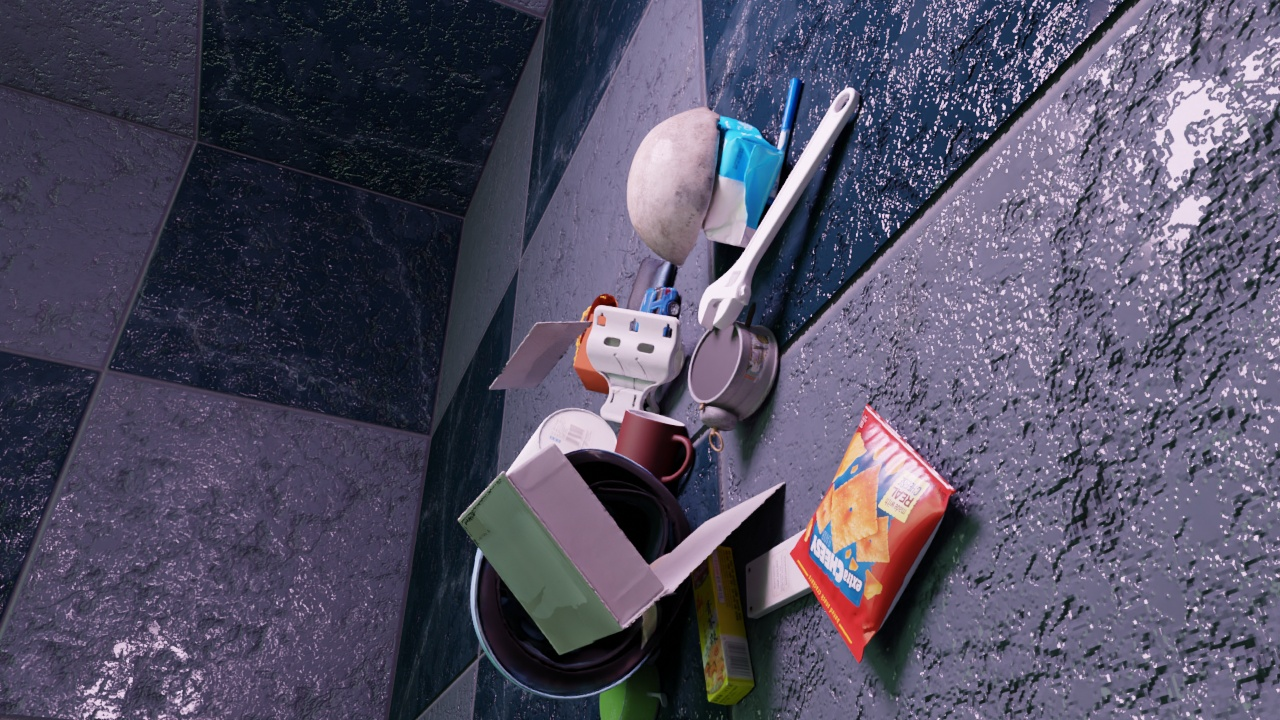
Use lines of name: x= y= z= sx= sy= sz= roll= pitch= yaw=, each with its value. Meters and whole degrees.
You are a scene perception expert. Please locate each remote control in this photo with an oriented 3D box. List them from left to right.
remote control: x=0.129 y=0.181 z=0.791 sx=0.136 sy=0.011 sz=0.050 roll=130 pitch=148 yaw=-52

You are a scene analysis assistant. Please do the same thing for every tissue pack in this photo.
tissue pack: x=0.100 y=-0.208 z=1.039 sx=0.209 sy=0.066 sz=0.117 roll=-105 pitch=29 yaw=-66

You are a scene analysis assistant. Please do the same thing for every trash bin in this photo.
trash bin: x=-0.101 y=0.146 z=1.190 sx=0.162 sy=0.133 sz=0.133 roll=121 pitch=155 yaw=-52

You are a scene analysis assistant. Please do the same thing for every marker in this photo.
marker: x=0.157 y=-0.239 z=1.006 sx=0.013 sy=0.013 sz=0.142 roll=-175 pitch=98 yaw=-71

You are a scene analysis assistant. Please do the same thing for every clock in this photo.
clock: x=-0.015 y=0.373 z=1.015 sx=0.094 sy=0.042 sz=0.120 roll=-98 pitch=29 yaw=-50
clock: x=0.092 y=0.021 z=0.938 sx=0.104 sy=0.056 sz=0.147 roll=-14 pitch=59 yaw=59

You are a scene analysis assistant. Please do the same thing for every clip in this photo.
clip: x=-0.007 y=0.008 z=1.155 sx=0.125 sy=0.075 sz=0.144 roll=11 pitch=107 yaw=31

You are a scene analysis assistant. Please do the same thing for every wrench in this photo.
wrench: x=0.137 y=-0.147 z=0.914 sx=0.273 sy=0.018 sz=0.066 roll=-59 pitch=24 yaw=11

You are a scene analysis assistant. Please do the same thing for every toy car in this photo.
toy car: x=0.017 y=-0.040 z=1.211 sx=0.056 sy=0.043 sz=0.120 roll=179 pitch=104 yaw=-70

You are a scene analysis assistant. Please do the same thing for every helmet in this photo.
helmet: x=-0.073 y=0.237 z=0.991 sx=0.264 sy=0.225 sz=0.167 roll=-55 pitch=5 yaw=-33

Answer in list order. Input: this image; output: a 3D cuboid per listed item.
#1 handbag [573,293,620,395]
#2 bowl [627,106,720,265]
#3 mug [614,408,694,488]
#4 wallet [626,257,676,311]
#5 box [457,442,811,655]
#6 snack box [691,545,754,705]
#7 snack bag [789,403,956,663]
handbag: x=-0.058 y=-0.022 z=1.294 sx=0.172 sy=0.060 sz=0.108 roll=79 pitch=-156 yaw=-78
bowl: x=0.027 y=-0.200 z=1.032 sx=0.178 sy=0.081 sz=0.178 roll=-171 pitch=91 yaw=-82
mug: x=0.018 y=0.110 z=1.079 sx=0.106 sy=0.073 sz=0.082 roll=18 pitch=94 yaw=42
wallet: x=0.013 y=-0.100 z=1.292 sx=0.115 sy=0.026 sz=0.089 roll=-155 pitch=81 yaw=-70
box: x=0.037 y=0.166 z=0.871 sx=0.168 sy=0.379 sz=0.171 roll=-44 pitch=54 yaw=57
snack box: x=0.075 y=0.246 z=0.868 sx=0.147 sy=0.029 sz=0.040 roll=-96 pitch=28 yaw=-45
snack bag: x=0.167 y=0.123 z=0.680 sx=0.130 sy=0.039 sz=0.144 roll=-119 pitch=49 yaw=-63
